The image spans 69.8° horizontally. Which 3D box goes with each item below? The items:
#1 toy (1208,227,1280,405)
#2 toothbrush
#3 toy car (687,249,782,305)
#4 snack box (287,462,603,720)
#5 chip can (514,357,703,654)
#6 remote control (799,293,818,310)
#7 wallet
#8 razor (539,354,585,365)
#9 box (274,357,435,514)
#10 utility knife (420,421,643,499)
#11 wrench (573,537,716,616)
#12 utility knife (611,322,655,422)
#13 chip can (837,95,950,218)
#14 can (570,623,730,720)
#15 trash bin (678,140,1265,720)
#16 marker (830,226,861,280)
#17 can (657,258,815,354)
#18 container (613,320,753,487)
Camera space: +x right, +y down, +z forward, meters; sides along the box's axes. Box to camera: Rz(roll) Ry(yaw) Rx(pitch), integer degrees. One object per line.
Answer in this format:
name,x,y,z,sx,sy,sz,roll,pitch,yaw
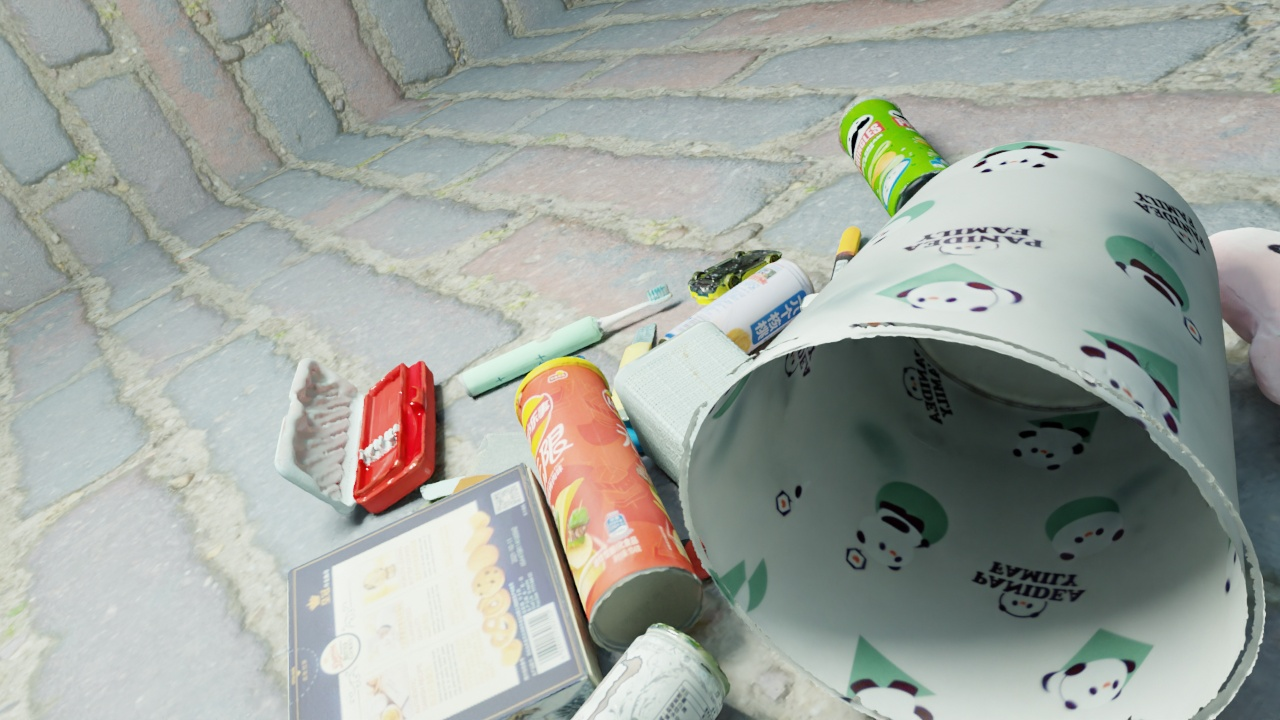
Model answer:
toy,0.371,-0.019,0.506,0.121,0.054,0.159,22,42,2
toothbrush,-0.072,-0.020,0.895,0.224,0.027,0.026,-24,23,1
toy car,0.092,-0.078,0.867,0.105,0.032,0.048,-31,27,-35
snack box,-0.128,0.171,0.572,0.182,0.046,0.177,-25,41,-1
chip can,-0.028,0.085,0.597,0.073,0.073,0.216,-25,39,-2
remote control,0.189,-0.036,0.705,0.125,0.049,0.024,-8,36,28
wallet,-0.102,0.105,0.690,0.107,0.037,0.129,-3,44,29
razor,-0.036,0.029,0.796,0.042,0.022,0.143,-15,27,-32
box,-0.258,0.050,0.843,0.110,0.100,0.201,-35,29,6
utility knife,-0.078,0.080,0.745,0.235,0.018,0.034,-16,44,15
wrench,-0.065,0.163,0.603,0.274,0.016,0.056,-19,34,11
utility knife,-0.005,0.005,0.796,0.031,0.021,0.201,-8,28,10
chip can,0.251,-0.190,0.890,0.072,0.072,0.235,-19,30,10
can,-0.018,0.204,0.456,0.058,0.058,0.146,9,43,44
trash bin,0.178,0.021,0.461,0.230,0.230,0.251,0,31,36
marker,0.182,-0.082,0.824,0.018,0.015,0.123,-8,35,29
can,0.082,-0.032,0.773,0.134,0.053,0.053,-34,31,-18
container,0.051,0.044,0.639,0.090,0.090,0.111,-30,33,-10
